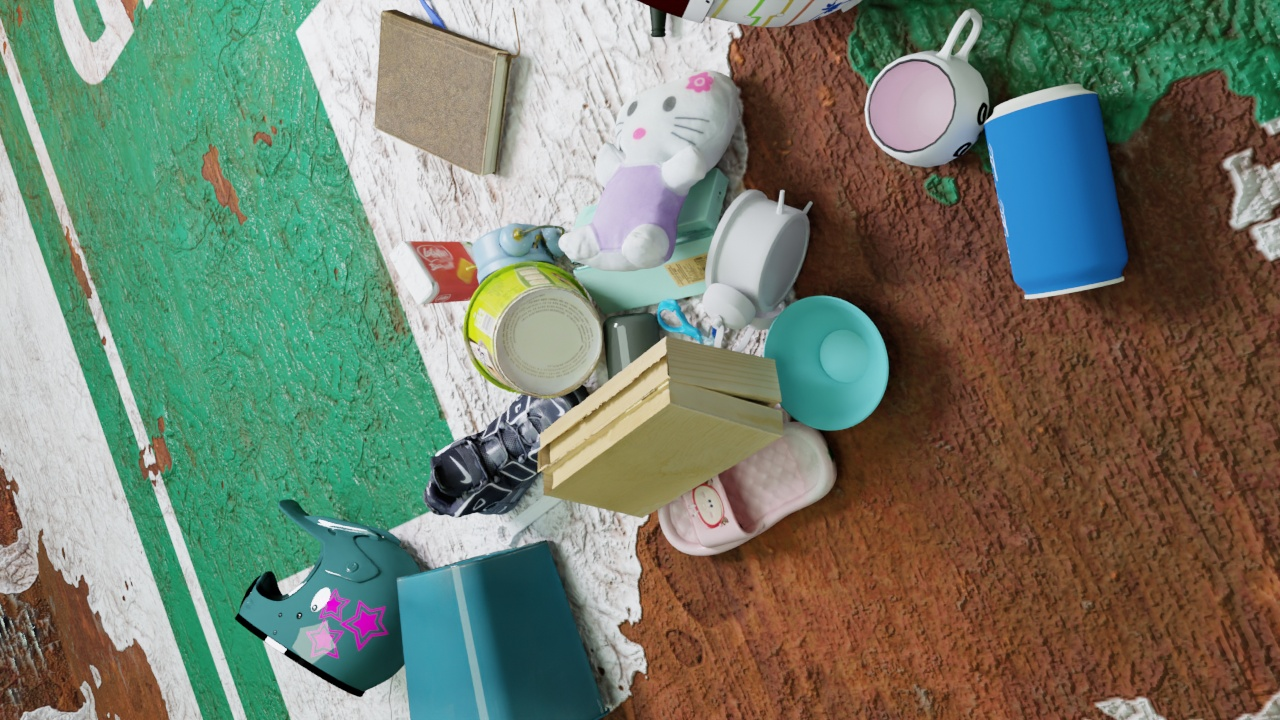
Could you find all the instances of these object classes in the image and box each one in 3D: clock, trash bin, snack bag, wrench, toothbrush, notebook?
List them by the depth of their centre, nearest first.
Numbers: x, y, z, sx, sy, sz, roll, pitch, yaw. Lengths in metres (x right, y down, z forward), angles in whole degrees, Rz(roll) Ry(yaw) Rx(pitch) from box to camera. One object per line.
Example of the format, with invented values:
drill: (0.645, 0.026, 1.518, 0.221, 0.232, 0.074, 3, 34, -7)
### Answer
clock: (0.100, -0.079, 0.838, 0.061, 0.119, 0.159, 25, 103, 26)
clock: (-0.135, -0.121, 1.027, 0.125, 0.088, 0.051, -25, 77, 41)
notebook: (-0.235, -0.337, 1.083, 0.215, 0.034, 0.190, 30, 121, 30)
snack bag: (-0.233, -0.105, 1.089, 0.036, 0.115, 0.077, -42, 74, 29)
toothbrush: (-0.231, -0.382, 1.098, 0.017, 0.011, 0.186, -35, 80, 37)
trash bin: (-0.178, 0.345, 1.102, 0.197, 0.198, 0.218, -20, 80, 38)
wrench: (-0.097, 0.158, 1.105, 0.274, 0.009, 0.047, -40, 75, 36)

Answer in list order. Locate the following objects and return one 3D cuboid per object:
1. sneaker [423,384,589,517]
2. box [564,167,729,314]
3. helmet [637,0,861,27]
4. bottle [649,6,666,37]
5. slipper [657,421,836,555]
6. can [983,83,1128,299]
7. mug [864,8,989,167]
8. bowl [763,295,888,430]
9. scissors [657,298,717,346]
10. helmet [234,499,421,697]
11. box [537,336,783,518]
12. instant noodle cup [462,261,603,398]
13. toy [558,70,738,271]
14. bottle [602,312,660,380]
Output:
sneaker: (-0.168, 0.106, 1.059, 0.253, 0.150, 0.097, -43, 72, 33)
box: (0.017, -0.120, 0.947, 0.188, 0.078, 0.113, -11, 121, 40)
helmet: (0.101, -0.374, 0.700, 0.236, 0.230, 0.315, 39, 123, -15)
bottle: (0.017, -0.379, 0.890, 0.033, 0.033, 0.123, 9, 105, 36)
slipper: (0.098, 0.128, 0.919, 0.222, 0.055, 0.106, -33, 77, 37)
can: (0.310, -0.125, 0.686, 0.079, 0.078, 0.146, -10, 93, 39)
mug: (0.236, -0.215, 0.726, 0.090, 0.076, 0.124, 37, 120, 26)
bowl: (0.176, 0.000, 0.836, 0.121, 0.046, 0.121, 9, 105, 36)
scissors: (0.073, -0.025, 0.924, 0.127, 0.014, 0.127, 51, 128, 9)
helmet: (-0.416, 0.317, 1.268, 0.275, 0.199, 0.177, 25, 159, 17)
box: (0.012, 0.074, 0.885, 0.250, 0.128, 0.091, -39, 51, 48)
instant noodle cup: (-0.107, -0.027, 0.966, 0.098, 0.146, 0.146, -150, 58, -66)
toy: (0.018, -0.174, 0.860, 0.138, 0.085, 0.209, 5, 64, 44)
bottle: (-0.006, 0.006, 0.970, 0.060, 0.060, 0.108, -1, 98, 38)
